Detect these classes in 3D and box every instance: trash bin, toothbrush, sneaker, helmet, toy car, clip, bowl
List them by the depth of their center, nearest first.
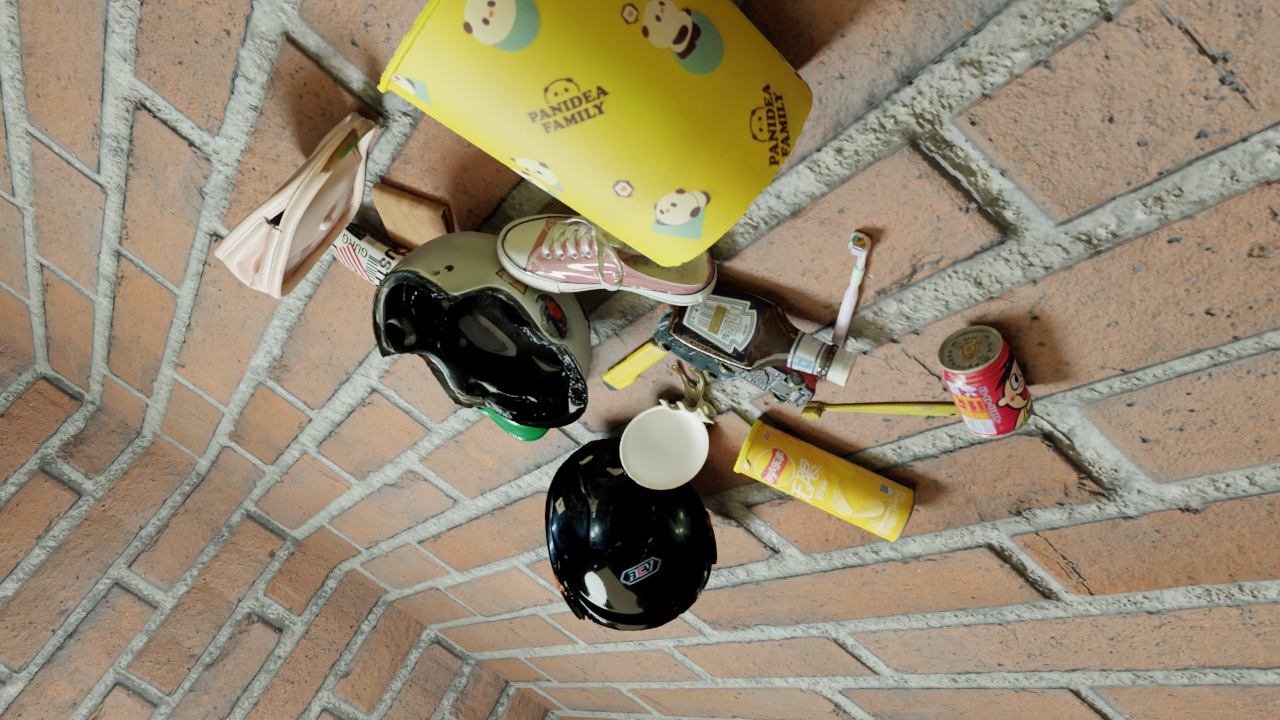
[{"bbox_3d":[-0.025,-0.218,0.695,0.255,0.229,0.230,36,148,-19],"label":"trash bin"},{"bbox_3d":[0.203,-0.054,0.910,0.021,0.029,0.189,-11,145,-6],"label":"toothbrush"},{"bbox_3d":[-0.040,-0.116,0.943,0.241,0.118,0.088,12,159,15],"label":"sneaker"},{"bbox_3d":[0.263,0.057,1.016,0.190,0.016,0.016,-2,139,41],"label":"toothbrush"},{"bbox_3d":[0.140,0.007,1.021,0.120,0.045,0.053,28,146,-6],"label":"toy car"},{"bbox_3d":[0.070,-0.015,1.059,0.120,0.036,0.054,34,149,-25],"label":"toy car"},{"bbox_3d":[-0.169,-0.052,1.087,0.274,0.156,0.231,31,144,-18],"label":"helmet"},{"bbox_3d":[0.058,0.056,1.138,0.035,0.095,0.102,6,130,34],"label":"clip"},{"bbox_3d":[0.026,0.104,1.217,0.118,0.118,0.064,43,-175,-19],"label":"bowl"},{"bbox_3d":[-0.020,0.242,1.284,0.274,0.233,0.230,-124,13,-63],"label":"helmet"}]

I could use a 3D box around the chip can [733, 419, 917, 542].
[{"bbox_3d":[0.224,0.146,1.122,0.213,0.071,0.072,23,147,9],"label":"chip can"}]

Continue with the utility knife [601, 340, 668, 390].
[{"bbox_3d":[-0.007,0.007,1.169,0.033,0.015,0.157,33,148,-15],"label":"utility knife"}]

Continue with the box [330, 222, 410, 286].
[{"bbox_3d":[-0.332,-0.122,1.189,0.164,0.052,0.069,27,143,4],"label":"box"}]

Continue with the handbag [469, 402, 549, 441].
[{"bbox_3d":[-0.153,0.034,1.219,0.120,0.131,0.068,28,144,10],"label":"handbag"}]

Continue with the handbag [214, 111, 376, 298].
[{"bbox_3d":[-0.371,-0.194,1.042,0.093,0.192,0.235,38,138,-15],"label":"handbag"}]

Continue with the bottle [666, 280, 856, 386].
[{"bbox_3d":[0.128,-0.025,0.959,0.195,0.080,0.044,22,-170,16],"label":"bottle"}]

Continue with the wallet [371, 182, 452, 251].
[{"bbox_3d":[-0.279,-0.166,1.149,0.101,0.020,0.115,21,150,13],"label":"wallet"}]

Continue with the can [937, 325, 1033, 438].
[{"bbox_3d":[0.325,0.020,0.868,0.067,0.066,0.094,-3,135,42],"label":"can"}]
